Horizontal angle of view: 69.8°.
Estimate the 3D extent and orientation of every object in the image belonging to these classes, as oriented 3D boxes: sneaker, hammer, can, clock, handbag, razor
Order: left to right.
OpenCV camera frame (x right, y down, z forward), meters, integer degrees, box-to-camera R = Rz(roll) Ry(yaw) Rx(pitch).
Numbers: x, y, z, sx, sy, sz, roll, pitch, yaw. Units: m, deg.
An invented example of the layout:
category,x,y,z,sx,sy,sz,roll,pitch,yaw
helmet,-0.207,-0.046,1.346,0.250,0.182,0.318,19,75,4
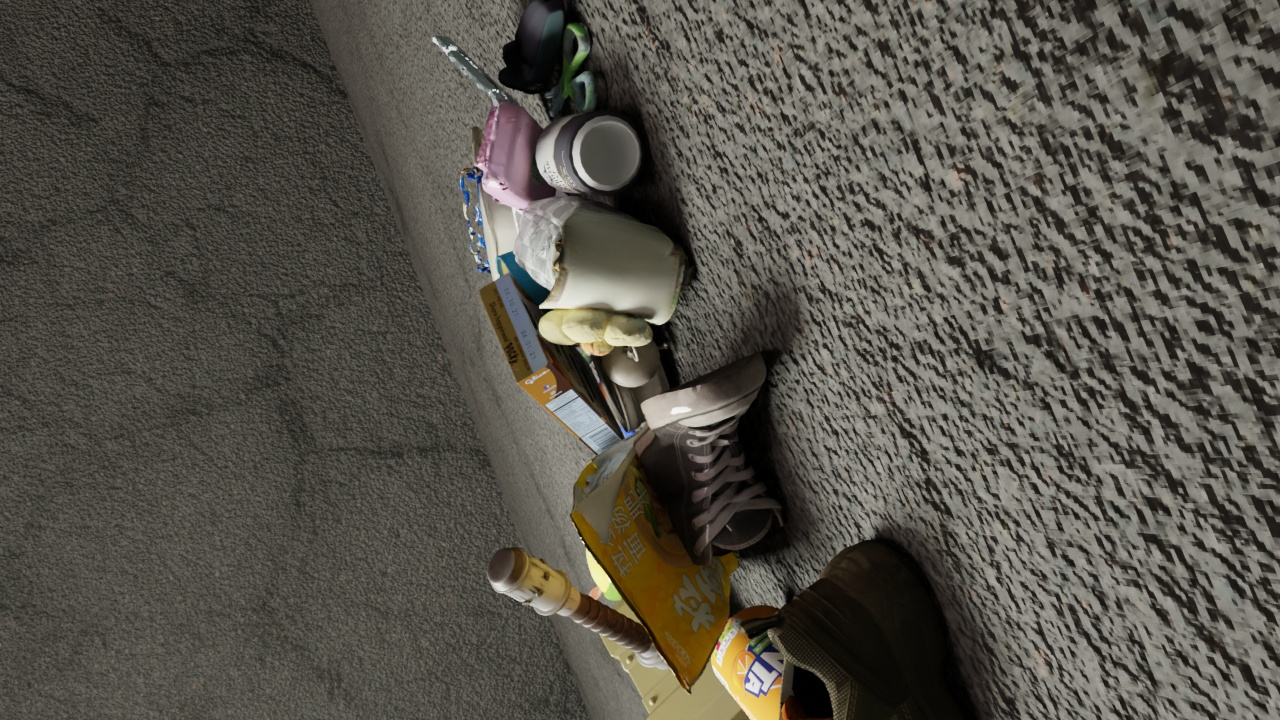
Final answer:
category,x,y,z,sx,sy,sz,roll,pitch,yaw
handbag,-0.170,-0.181,1.106,0.201,0.093,0.199,92,160,-55
razor,-0.089,-0.270,0.777,0.052,0.047,0.143,63,162,2
can,-0.045,-0.168,0.747,0.127,0.064,0.064,29,138,66
handbag,-0.043,-0.070,0.761,0.171,0.112,0.123,-138,56,-63
hammer,-0.022,0.249,0.854,0.325,0.101,0.190,41,-175,-41
clock,-0.005,0.005,0.849,0.157,0.061,0.103,101,146,-75
sneaker,0.058,0.076,0.675,0.120,0.095,0.235,62,160,15
can,0.119,0.261,0.726,0.142,0.079,0.079,35,143,63
sneaker,0.129,0.244,0.559,0.238,0.142,0.101,70,164,-7

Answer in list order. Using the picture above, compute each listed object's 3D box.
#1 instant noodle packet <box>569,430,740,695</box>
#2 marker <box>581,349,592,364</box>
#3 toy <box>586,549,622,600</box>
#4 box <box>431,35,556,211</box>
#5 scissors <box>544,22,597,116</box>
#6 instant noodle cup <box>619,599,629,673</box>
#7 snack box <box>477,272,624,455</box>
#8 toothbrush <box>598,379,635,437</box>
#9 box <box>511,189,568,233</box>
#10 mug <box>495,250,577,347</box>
category,x,y,z,sx,sy,sz,roll,pitch,yaw
instant noodle packet,0.008,0.161,0.764,0.163,0.084,0.221,59,-170,-4
marker,-0.054,-0.028,1.039,0.017,0.017,0.147,64,163,16
toy,-0.019,0.205,1.055,0.238,0.087,0.189,110,175,-73
box,-0.114,-0.207,0.825,0.201,0.073,0.150,-34,-70,-84
scissors,-0.066,-0.250,0.810,0.176,0.032,0.078,-163,58,-69
instant noodle cup,0.016,0.315,1.124,0.098,0.097,0.108,-158,57,-69
snack box,-0.076,0.010,0.827,0.101,0.032,0.186,62,-175,30
toothbrush,-0.010,0.084,0.977,0.016,0.018,0.183,1,134,29
box,-0.099,-0.116,0.973,0.102,0.076,0.107,53,160,47
mug,-0.072,-0.067,0.891,0.084,0.104,0.112,39,149,60
